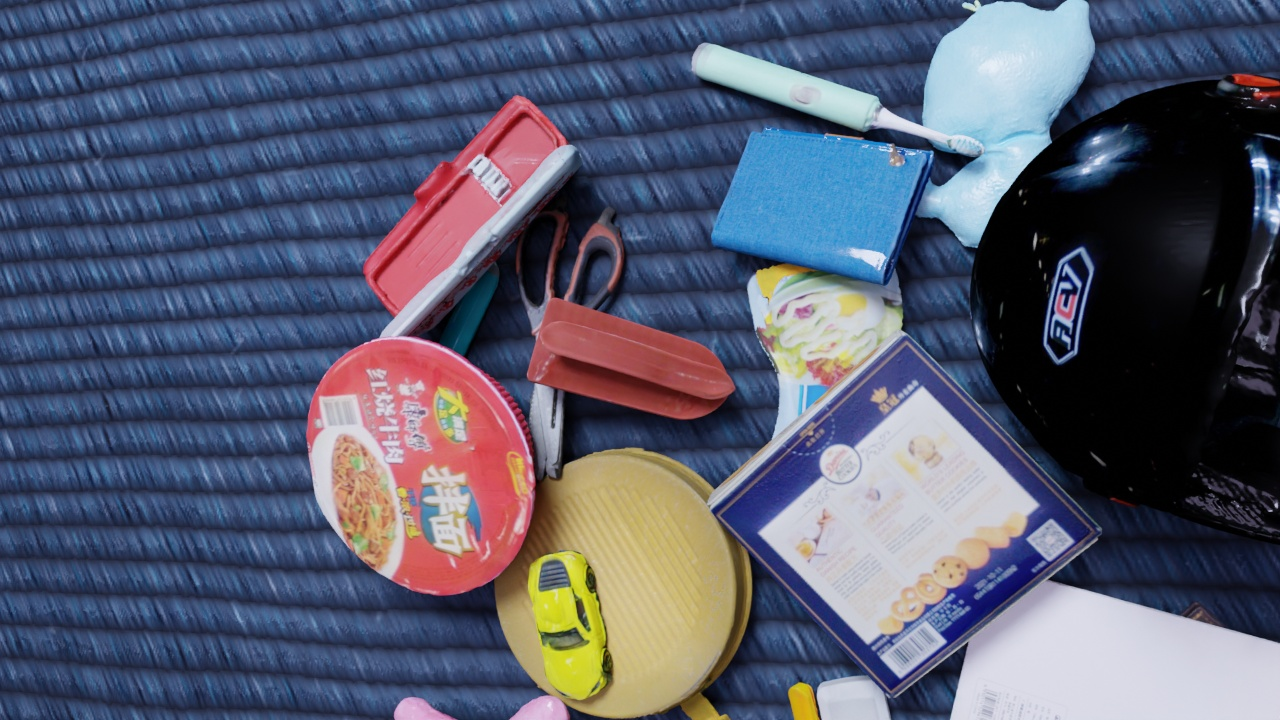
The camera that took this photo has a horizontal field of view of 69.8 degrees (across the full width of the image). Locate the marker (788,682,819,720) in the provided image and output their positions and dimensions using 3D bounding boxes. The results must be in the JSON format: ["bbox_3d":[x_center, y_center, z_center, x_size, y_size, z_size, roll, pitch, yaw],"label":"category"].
[{"bbox_3d":[0.128,0.292,0.658,0.018,0.015,0.124,-14,89,48],"label":"marker"}]

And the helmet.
[{"bbox_3d":[0.299,-0.036,0.507,0.230,0.274,0.234,23,112,41],"label":"helmet"}]

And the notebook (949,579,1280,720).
[{"bbox_3d":[0.320,0.236,0.606,0.209,0.012,0.150,13,91,22],"label":"notebook"}]

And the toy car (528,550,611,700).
[{"bbox_3d":[-0.053,0.190,0.656,0.048,0.032,0.105,-16,80,17],"label":"toy car"}]

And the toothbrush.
[{"bbox_3d":[0.137,-0.185,0.657,0.224,0.027,0.026,26,119,22],"label":"toothbrush"}]

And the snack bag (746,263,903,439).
[{"bbox_3d":[0.143,0.020,0.662,0.110,0.039,0.191,-9,87,3],"label":"snack bag"}]

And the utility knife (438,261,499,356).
[{"bbox_3d":[-0.158,-0.006,0.752,0.029,0.013,0.179,28,94,17],"label":"utility knife"}]

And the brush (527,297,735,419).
[{"bbox_3d":[-0.004,0.004,0.662,0.146,0.069,0.063,16,83,-8],"label":"brush"}]

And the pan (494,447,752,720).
[{"bbox_3d":[0.029,0.232,0.681,0.198,0.078,0.357,-36,74,14],"label":"pan"}]

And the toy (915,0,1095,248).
[{"bbox_3d":[0.246,-0.171,0.633,0.162,0.049,0.156,-31,86,22],"label":"toy"}]

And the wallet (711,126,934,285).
[{"bbox_3d":[0.127,-0.113,0.649,0.133,0.040,0.106,17,77,27],"label":"wallet"}]

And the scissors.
[{"bbox_3d":[-0.053,-0.019,0.706,0.192,0.015,0.207,-36,74,1],"label":"scissors"}]

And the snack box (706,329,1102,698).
[{"bbox_3d":[0.172,0.103,0.620,0.178,0.045,0.182,-44,87,15],"label":"snack box"}]

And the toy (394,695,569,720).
[{"bbox_3d":[-0.093,0.334,0.692,0.195,0.074,0.178,-8,99,23],"label":"toy"}]

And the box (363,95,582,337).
[{"bbox_3d":[-0.129,-0.102,0.709,0.201,0.073,0.154,-45,38,9],"label":"box"}]

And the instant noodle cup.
[{"bbox_3d":[-0.151,0.071,0.678,0.194,0.065,0.194,6,106,20],"label":"instant noodle cup"}]

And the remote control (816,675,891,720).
[{"bbox_3d":[0.161,0.291,0.654,0.049,0.024,0.125,-14,86,14],"label":"remote control"}]

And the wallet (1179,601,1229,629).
[{"bbox_3d":[0.363,0.236,0.606,0.096,0.020,0.122,44,100,17],"label":"wallet"}]
